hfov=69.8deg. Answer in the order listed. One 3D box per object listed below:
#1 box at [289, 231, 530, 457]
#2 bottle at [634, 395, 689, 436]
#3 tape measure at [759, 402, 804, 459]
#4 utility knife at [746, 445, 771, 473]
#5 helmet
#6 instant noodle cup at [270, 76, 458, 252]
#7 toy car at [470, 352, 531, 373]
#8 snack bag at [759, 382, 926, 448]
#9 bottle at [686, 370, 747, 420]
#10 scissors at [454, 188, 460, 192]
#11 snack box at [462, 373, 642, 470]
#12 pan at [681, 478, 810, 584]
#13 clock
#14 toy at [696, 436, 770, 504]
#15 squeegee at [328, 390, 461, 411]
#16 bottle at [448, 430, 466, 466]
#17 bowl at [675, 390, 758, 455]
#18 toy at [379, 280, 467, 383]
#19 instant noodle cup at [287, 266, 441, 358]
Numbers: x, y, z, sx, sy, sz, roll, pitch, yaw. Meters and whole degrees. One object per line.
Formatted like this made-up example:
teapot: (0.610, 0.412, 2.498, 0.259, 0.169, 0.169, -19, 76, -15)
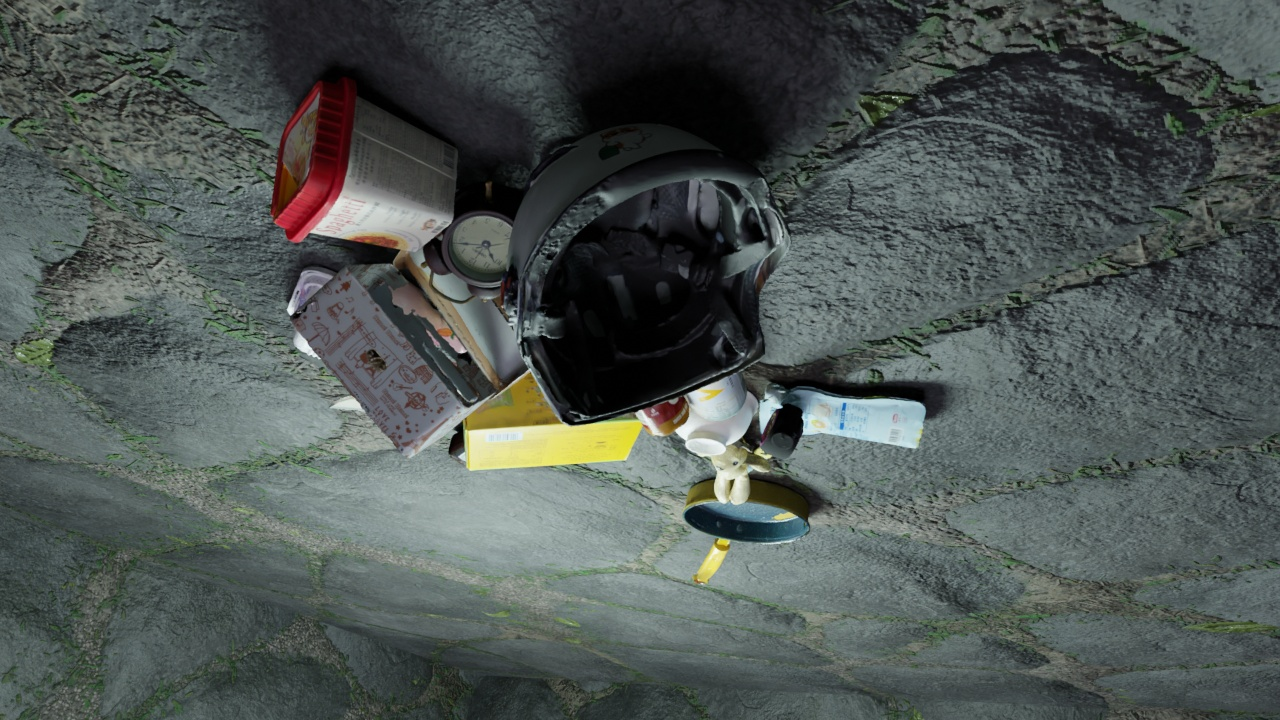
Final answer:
box: (-0.193, -0.033, 0.891, 0.174, 0.152, 0.182, -39, 93, 10)
bottle: (-0.006, 0.006, 0.996, 0.058, 0.057, 0.175, -9, 130, 31)
tape measure: (0.166, 0.085, 1.064, 0.039, 0.056, 0.058, 24, 145, -1)
utility knife: (0.179, 0.114, 1.227, 0.031, 0.022, 0.217, 21, 155, -9)
helmet: (-0.011, -0.085, 0.746, 0.230, 0.156, 0.274, -21, 138, -12)
instant noodle cup: (-0.225, -0.151, 0.761, 0.124, 0.116, 0.117, 15, 154, -36)
toy car: (-0.138, -0.009, 1.067, 0.070, 0.042, 0.159, 27, 145, -30)
snack bag: (0.236, 0.067, 1.091, 0.191, 0.038, 0.110, 6, 155, 13)
bottle: (0.069, -0.001, 0.983, 0.068, 0.067, 0.190, 0, 151, 17)
scissors: (-0.089, -0.139, 0.839, 0.159, 0.014, 0.180, 27, 151, -26)
snack box: (-0.110, 0.074, 1.119, 0.210, 0.070, 0.158, -3, 157, -11)
pan: (0.145, 0.287, 1.488, 0.197, 0.078, 0.358, 14, 152, -7)
clock: (-0.142, -0.100, 0.811, 0.082, 0.055, 0.122, 31, 116, -24)
toy: (0.121, 0.147, 1.247, 0.105, 0.066, 0.157, 19, 148, 20)
squeegee: (-0.234, 0.039, 1.179, 0.246, 0.039, 0.246, -3, 175, 4)
bottle: (-0.193, 0.113, 1.310, 0.195, 0.044, 0.080, -20, 141, 42)
bowl: (0.083, 0.078, 1.131, 0.118, 0.064, 0.118, 8, 152, 4)
toy: (-0.260, -0.026, 1.000, 0.159, 0.121, 0.054, 19, 177, -29)
instant noodle cup: (-0.322, -0.031, 1.063, 0.173, 0.060, 0.138, 22, 150, -20)
